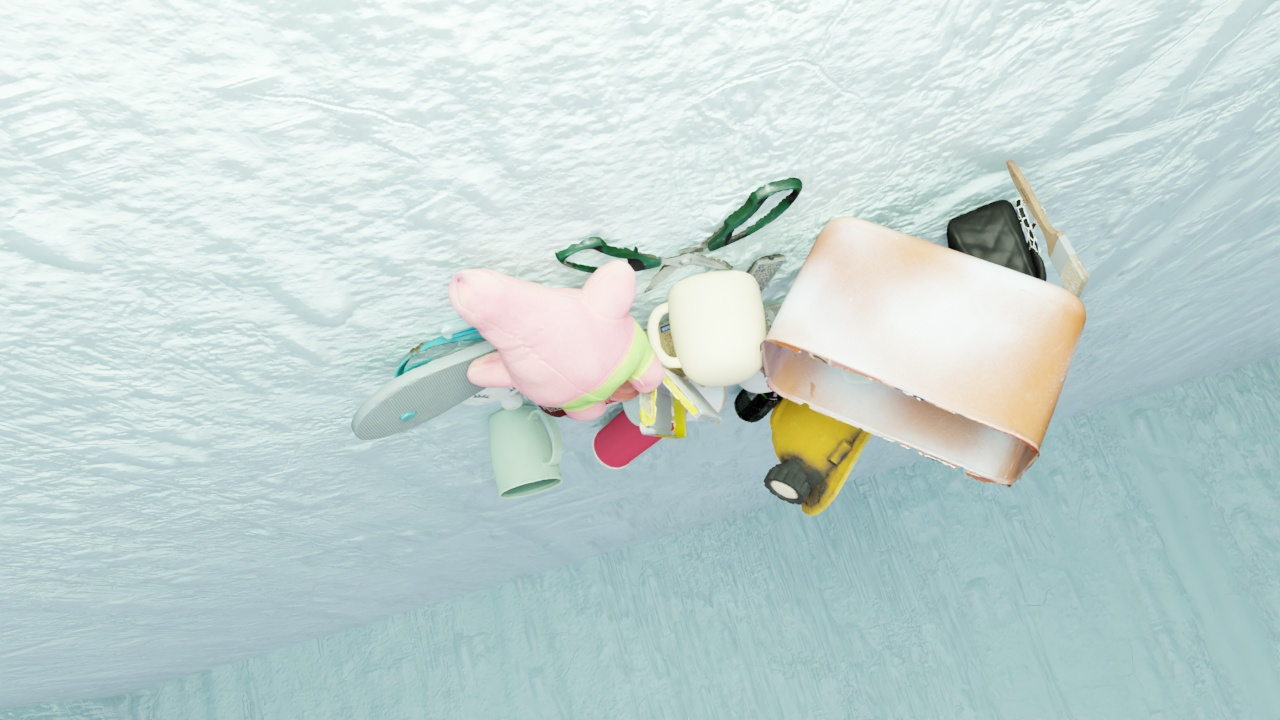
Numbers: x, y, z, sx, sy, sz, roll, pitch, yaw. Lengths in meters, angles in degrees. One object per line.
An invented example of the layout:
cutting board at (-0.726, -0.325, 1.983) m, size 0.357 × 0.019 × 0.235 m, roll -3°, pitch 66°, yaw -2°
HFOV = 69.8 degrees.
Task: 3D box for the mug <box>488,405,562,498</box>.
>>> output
mug at (-0.141, 0.109, 1.161) m, size 0.084 × 0.104 × 0.112 m, roll 2°, pitch 156°, yaw -46°

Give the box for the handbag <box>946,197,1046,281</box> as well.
handbag at (0.400, -0.097, 0.979) m, size 0.115 × 0.125 × 0.153 m, roll -21°, pitch 162°, yaw 13°

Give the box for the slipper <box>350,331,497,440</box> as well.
slipper at (-0.164, -0.006, 0.894) m, size 0.268 × 0.054 × 0.098 m, roll -26°, pitch 162°, yaw -8°

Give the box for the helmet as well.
helmet at (0.266, 0.091, 1.384) m, size 0.254 × 0.131 × 0.206 m, roll -56°, pitch 179°, yaw -25°

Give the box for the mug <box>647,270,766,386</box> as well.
mug at (0.068, -0.024, 0.927) m, size 0.120 × 0.099 × 0.096 m, roll -8°, pitch 159°, yaw 5°

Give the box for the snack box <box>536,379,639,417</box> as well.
snack box at (-0.056, 0.018, 0.973) m, size 0.072 × 0.072 × 0.122 m, roll -2°, pitch 170°, yaw -39°

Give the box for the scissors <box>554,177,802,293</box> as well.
scissors at (0.040, -0.109, 0.802) m, size 0.201 × 0.015 × 0.204 m, roll 2°, pitch 153°, yaw -45°

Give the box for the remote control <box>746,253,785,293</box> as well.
remote control at (0.115, -0.075, 0.972) m, size 0.033 × 0.013 × 0.137 m, roll -10°, pitch 162°, yaw -18°

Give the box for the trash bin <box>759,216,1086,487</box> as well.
trash bin at (0.268, -0.011, 0.880) m, size 0.260 × 0.157 × 0.181 m, roll 24°, pitch 167°, yaw 19°

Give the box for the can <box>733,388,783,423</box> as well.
can at (0.179, 0.052, 1.361) m, size 0.054 × 0.054 × 0.138 m, roll -12°, pitch 163°, yaw -14°

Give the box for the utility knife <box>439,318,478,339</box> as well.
utility knife at (-0.101, -0.049, 0.862) m, size 0.176 × 0.015 × 0.022 m, roll -15°, pitch 162°, yaw -12°

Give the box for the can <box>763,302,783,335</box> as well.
can at (0.191, -0.046, 1.069) m, size 0.135 × 0.054 × 0.054 m, roll -13°, pitch 163°, yaw -12°

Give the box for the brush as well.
brush at (0.365, -0.124, 0.830) m, size 0.008 × 0.143 × 0.045 m, roll -20°, pitch 155°, yaw 5°

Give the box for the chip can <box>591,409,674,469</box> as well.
chip can at (0.004, 0.088, 1.289) m, size 0.069 × 0.069 × 0.221 m, roll -7°, pitch 160°, yaw -29°

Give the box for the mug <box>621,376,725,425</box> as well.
mug at (0.040, 0.037, 1.140) m, size 0.105 × 0.082 × 0.082 m, roll -5°, pitch 160°, yaw -31°

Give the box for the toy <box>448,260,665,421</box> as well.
toy at (-0.081, -0.020, 0.809) m, size 0.192 × 0.096 × 0.236 m, roll -32°, pitch 141°, yaw 21°

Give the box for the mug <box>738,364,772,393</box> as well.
mug at (0.169, -0.012, 1.139) m, size 0.114 × 0.081 × 0.088 m, roll -44°, pitch 178°, yaw -19°

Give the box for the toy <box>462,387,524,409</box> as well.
toy at (-0.161, 0.027, 1.001) m, size 0.079 × 0.038 × 0.123 m, roll -5°, pitch 158°, yaw -12°

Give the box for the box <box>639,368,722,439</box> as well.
box at (0.040, 0.047, 0.986) m, size 0.070 × 0.067 × 0.210 m, roll -23°, pitch 170°, yaw 8°

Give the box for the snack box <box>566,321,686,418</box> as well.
snack box at (-0.006, 0.006, 1.049) m, size 0.207 × 0.057 × 0.056 m, roll -22°, pitch 161°, yaw 20°
